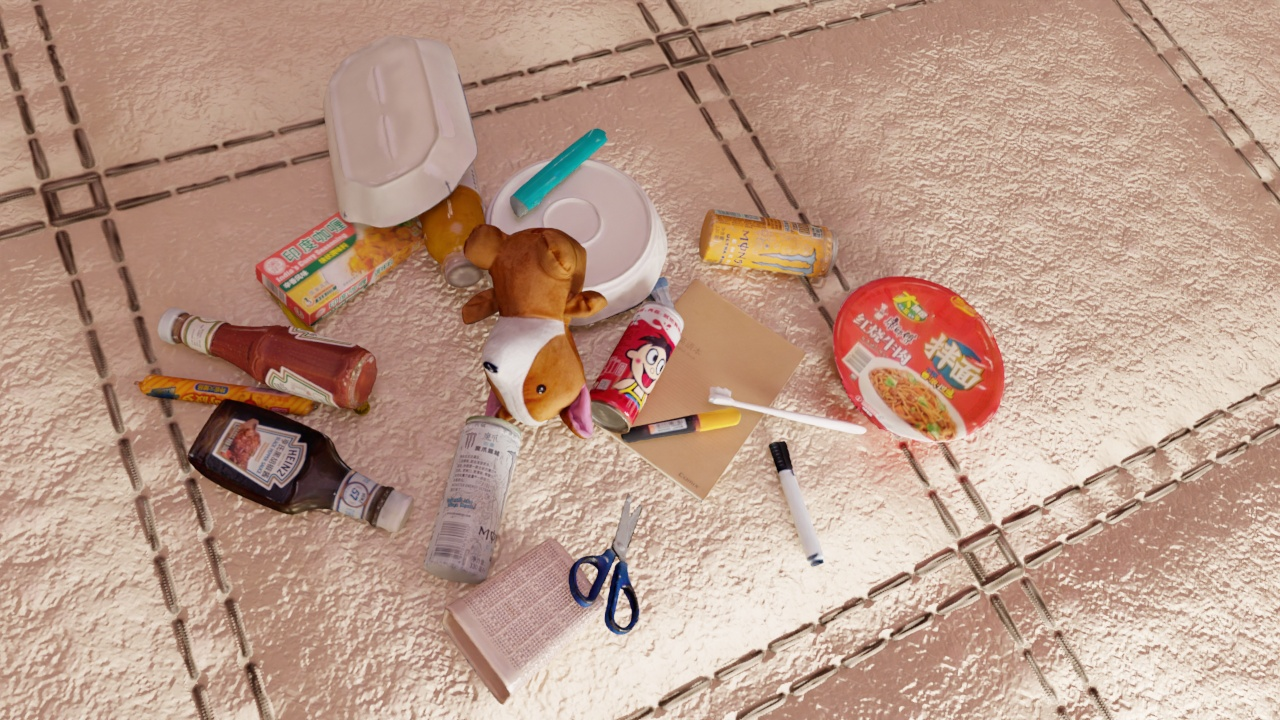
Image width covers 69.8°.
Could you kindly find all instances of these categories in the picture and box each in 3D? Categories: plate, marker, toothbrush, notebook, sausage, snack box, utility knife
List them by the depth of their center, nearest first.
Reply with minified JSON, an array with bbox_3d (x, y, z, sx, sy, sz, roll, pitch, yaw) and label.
[{"bbox_3d":[-0.386,0.032,0.859,0.165,0.021,0.021,8,64,-8],"label":"sausage"},{"bbox_3d":[-0.322,-0.022,0.900,0.015,0.017,0.190,-34,76,-22],"label":"toothbrush"},{"bbox_3d":[0.157,0.142,0.920,0.018,0.023,0.130,-7,66,-22],"label":"marker"},{"bbox_3d":[0.041,0.066,0.923,0.123,0.015,0.018,-9,64,-11],"label":"marker"},{"bbox_3d":[-0.300,-0.107,0.930,0.077,0.027,0.155,40,58,8],"label":"snack box"},{"bbox_3d":[0.154,0.053,0.952,0.180,0.016,0.016,13,62,-14],"label":"toothbrush"},{"bbox_3d":[-0.261,-0.252,0.956,0.162,0.034,0.265,-23,57,7],"label":"plate"},{"bbox_3d":[0.060,0.025,0.961,0.149,0.012,0.211,36,64,8],"label":"notebook"},{"bbox_3d":[-0.072,-0.136,0.975,0.205,0.046,0.204,1,62,-3],"label":"plate"},{"bbox_3d":[-0.087,-0.201,0.976,0.029,0.013,0.151,38,64,12],"label":"utility knife"}]

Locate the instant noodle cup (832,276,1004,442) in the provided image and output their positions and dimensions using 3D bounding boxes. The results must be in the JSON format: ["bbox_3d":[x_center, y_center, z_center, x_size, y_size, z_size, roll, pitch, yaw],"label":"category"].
[{"bbox_3d":[0.286,0.007,0.985,0.193,0.066,0.193,5,64,-11],"label":"instant noodle cup"}]

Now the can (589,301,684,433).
[{"bbox_3d":[-0.005,0.005,0.922,0.053,0.053,0.132,29,63,2],"label":"can"}]

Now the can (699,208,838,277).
[{"bbox_3d":[0.141,-0.129,1.022,0.146,0.058,0.058,8,64,-8],"label":"can"}]

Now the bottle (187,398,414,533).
[{"bbox_3d":[-0.302,0.103,0.831,0.195,0.044,0.079,23,64,-1],"label":"bottle"}]

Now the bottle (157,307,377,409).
[{"bbox_3d":[-0.351,-0.008,0.858,0.206,0.060,0.059,16,63,7],"label":"bottle"}]

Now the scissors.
[{"bbox_3d":[-0.013,0.180,0.823,0.125,0.012,0.173,54,27,15],"label":"scissors"}]

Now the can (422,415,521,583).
[{"bbox_3d":[-0.152,0.127,0.842,0.058,0.058,0.146,14,63,-5],"label":"can"}]

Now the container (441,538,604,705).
[{"bbox_3d":[-0.099,0.221,0.794,0.110,0.090,0.090,-35,76,-26],"label":"container"}]

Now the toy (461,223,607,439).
[{"bbox_3d":[-0.103,-0.026,0.863,0.140,0.200,0.130,9,15,29],"label":"toy"}]

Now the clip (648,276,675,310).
[{"bbox_3d":[0.024,-0.060,0.981,0.027,0.045,0.058,-13,67,-14],"label":"clip"}]

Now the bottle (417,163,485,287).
[{"bbox_3d":[-0.197,-0.159,0.947,0.068,0.068,0.189,-8,58,-15],"label":"bottle"}]
